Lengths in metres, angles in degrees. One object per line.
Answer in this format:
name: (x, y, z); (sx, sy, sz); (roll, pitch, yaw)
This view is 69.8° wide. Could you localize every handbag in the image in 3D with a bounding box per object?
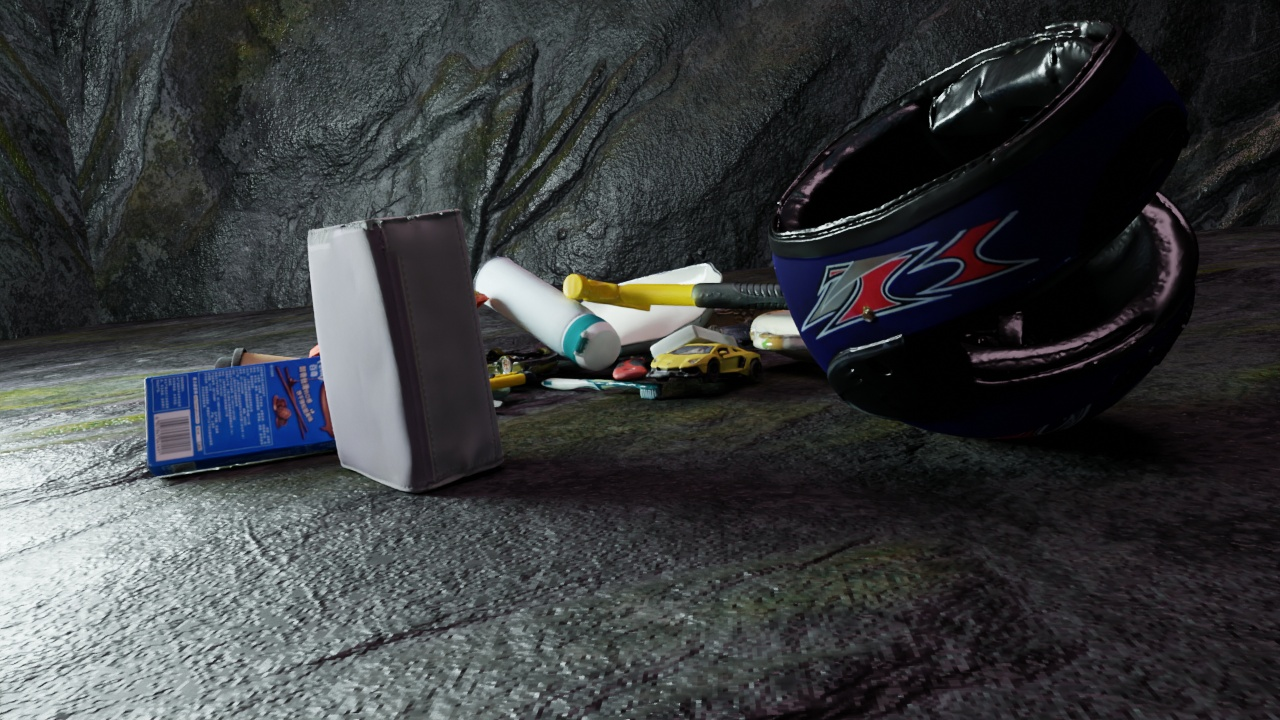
handbag: (0.187, -0.020, 0.978); (0.178, 0.063, 0.163); (-6, 9, -31)
handbag: (-0.185, -0.010, 0.704); (0.145, 0.197, 0.098); (3, 14, 43)

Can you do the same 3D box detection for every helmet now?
helmet: (0.246, -0.065, 0.631); (0.247, 0.240, 0.316); (-48, 15, -15)

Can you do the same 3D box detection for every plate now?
plate: (-0.005, -0.054, 1.202); (0.266, 0.034, 0.161); (-10, 34, 36)

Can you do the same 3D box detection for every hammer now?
hammer: (0.067, -0.074, 1.044); (0.301, 0.033, 0.128); (4, -1, 30)

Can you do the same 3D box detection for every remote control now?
remote control: (0.061, -0.013, 1.012); (0.056, 0.019, 0.135); (-28, -15, 20)

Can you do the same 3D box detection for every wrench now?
wrench: (-0.006, 0.006, 1.030); (0.056, 0.016, 0.273); (-8, 3, 5)

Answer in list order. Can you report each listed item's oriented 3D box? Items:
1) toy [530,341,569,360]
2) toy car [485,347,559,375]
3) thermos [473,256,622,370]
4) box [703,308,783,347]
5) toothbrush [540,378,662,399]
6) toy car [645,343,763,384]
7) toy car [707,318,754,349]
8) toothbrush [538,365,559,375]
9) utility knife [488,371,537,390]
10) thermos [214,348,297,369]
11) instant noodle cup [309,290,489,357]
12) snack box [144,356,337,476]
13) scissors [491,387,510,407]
toy: (-0.091, -0.030, 1.164); (0.084, 0.039, 0.107); (4, 30, 13)
toy car: (-0.161, 0.008, 1.081); (0.158, 0.042, 0.070); (-4, 7, 43)
thermos: (-0.111, -0.056, 1.113); (0.073, 0.073, 0.224); (-13, 34, -41)
box: (0.137, -0.050, 1.244); (0.184, 0.062, 0.090); (-8, 10, -29)
toothbrush: (-0.045, 0.029, 0.976); (0.016, 0.018, 0.192); (-14, 10, -43)
toy car: (0.069, 0.003, 0.934); (0.071, 0.041, 0.155); (0, 1, 36)
toy car: (0.100, -0.023, 1.117); (0.120, 0.036, 0.054); (-7, -17, -46)
toothbrush: (-0.168, 0.008, 1.192); (0.017, 0.016, 0.188); (-25, 20, -39)
utility knife: (-0.188, 0.028, 0.939); (0.173, 0.015, 0.033); (-10, 9, -29)
thermos: (-0.333, 0.035, 0.884); (0.143, 0.093, 0.093); (0, 7, -16)
instant noodle cup: (-0.286, -0.019, 1.114); (0.188, 0.079, 0.165); (-14, -9, -45)
snack box: (-0.345, 0.046, 0.804); (0.157, 0.084, 0.026); (-8, -24, -18)
scissors: (-0.180, 0.039, 0.977); (0.178, 0.019, 0.169); (0, 9, 41)
